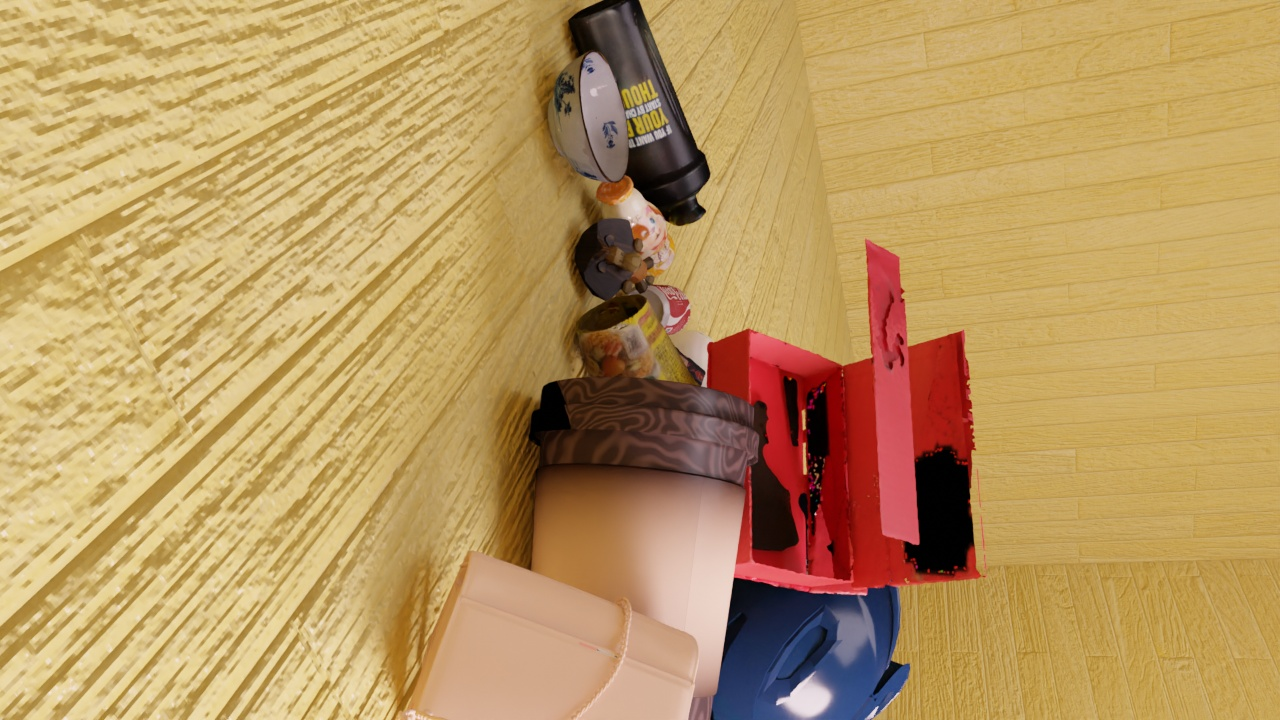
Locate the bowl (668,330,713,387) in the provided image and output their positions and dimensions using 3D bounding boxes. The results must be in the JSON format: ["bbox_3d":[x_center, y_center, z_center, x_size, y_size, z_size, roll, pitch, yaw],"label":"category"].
[{"bbox_3d":[0.066,0.015,1.071,0.104,0.054,0.105,-7,90,-70],"label":"bowl"}]

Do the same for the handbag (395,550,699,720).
[{"bbox_3d":[-0.016,0.169,0.487,0.188,0.198,0.116,-46,-158,57],"label":"handbag"}]

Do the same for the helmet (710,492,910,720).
[{"bbox_3d":[0.133,0.254,0.909,0.222,0.232,0.272,19,98,-45],"label":"helmet"}]

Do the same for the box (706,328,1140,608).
[{"bbox_3d":[0.247,0.106,0.835,0.108,0.409,0.211,128,-32,-64],"label":"box"}]

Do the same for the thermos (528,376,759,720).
[{"bbox_3d":[-0.005,0.140,0.668,0.172,0.173,0.226,37,56,-65],"label":"thermos"}]

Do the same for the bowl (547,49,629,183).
[{"bbox_3d":[-0.051,-0.210,0.810,0.114,0.045,0.114,-6,90,-71],"label":"bowl"}]

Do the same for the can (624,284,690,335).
[{"bbox_3d":[0.017,-0.051,0.946,0.096,0.054,0.054,-12,95,-71],"label":"can"}]

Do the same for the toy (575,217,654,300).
[{"bbox_3d":[-0.016,-0.087,0.838,0.100,0.063,0.076,21,81,-49],"label":"toy"}]

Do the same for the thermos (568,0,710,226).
[{"bbox_3d":[0.000,-0.244,0.912,0.097,0.098,0.221,-68,141,-54],"label":"thermos"}]

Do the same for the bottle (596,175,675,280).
[{"bbox_3d":[-0.008,-0.127,0.882,0.109,0.063,0.063,60,30,-48],"label":"bottle"}]

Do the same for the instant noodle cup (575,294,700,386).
[{"bbox_3d":[-0.005,0.004,0.810,0.108,0.102,0.102,66,25,-24],"label":"instant noodle cup"}]

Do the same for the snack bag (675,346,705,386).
[{"bbox_3d":[0.024,0.031,0.936,0.074,0.018,0.154,38,34,-8],"label":"snack bag"}]
